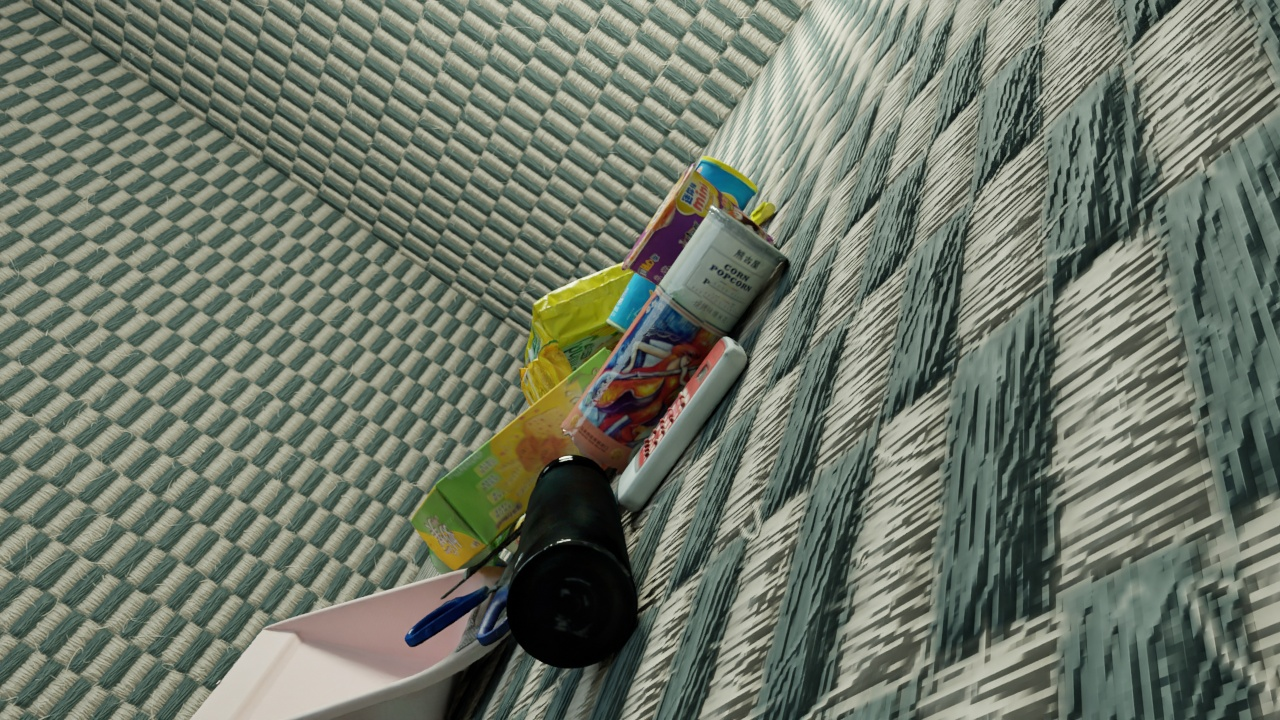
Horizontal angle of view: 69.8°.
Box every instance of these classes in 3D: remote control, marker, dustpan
[{"bbox_3d":[0.027,0.043,0.637,0.136,0.020,0.056,-54,8,10],"label":"remote control"},{"bbox_3d":[0.113,-0.142,0.940,0.018,0.015,0.124,-54,5,-9],"label":"marker"},{"bbox_3d":[-0.239,0.244,0.801,0.222,0.273,0.139,-103,22,-77],"label":"dustpan"}]

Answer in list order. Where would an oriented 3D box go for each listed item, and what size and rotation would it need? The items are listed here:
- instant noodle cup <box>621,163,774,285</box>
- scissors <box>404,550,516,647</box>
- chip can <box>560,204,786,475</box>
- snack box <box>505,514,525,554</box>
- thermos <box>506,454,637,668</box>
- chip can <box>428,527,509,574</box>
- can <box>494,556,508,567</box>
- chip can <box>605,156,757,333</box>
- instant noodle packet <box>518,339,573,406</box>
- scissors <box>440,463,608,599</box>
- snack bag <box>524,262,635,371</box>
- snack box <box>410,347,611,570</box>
[{"bbox_3d":[0.052,-0.096,0.790,0.112,0.099,0.111,-53,7,9],"label":"instant noodle cup"},{"bbox_3d":[-0.115,0.186,0.741,0.173,0.012,0.162,-32,11,-8],"label":"scissors"},{"bbox_3d":[0.023,-0.014,0.722,0.215,0.071,0.071,-55,7,12],"label":"chip can"},{"bbox_3d":[-0.128,0.179,1.066,0.084,0.027,0.157,-57,6,-10],"label":"snack box"},{"bbox_3d":[-0.042,0.125,0.591,0.242,0.068,0.090,-125,34,-84],"label":"thermos"},{"bbox_3d":[-0.170,0.160,1.014,0.073,0.072,0.221,-54,8,19],"label":"chip can"},{"bbox_3d":[-0.200,0.271,1.009,0.134,0.053,0.053,-57,7,-12],"label":"can"},{"bbox_3d":[0.044,-0.115,1.005,0.210,0.071,0.071,-59,6,3],"label":"chip can"},{"bbox_3d":[-0.096,0.049,1.068,0.044,0.128,0.111,-22,-10,-29],"label":"instant noodle packet"},{"bbox_3d":[-0.086,0.133,0.819,0.226,0.015,0.189,-40,-2,-1],"label":"scissors"},{"bbox_3d":[-0.073,-0.038,1.178,0.157,0.068,0.247,-25,-14,-20],"label":"snack bag"},{"bbox_3d":[-0.105,0.095,0.858,0.209,0.070,0.158,-39,-2,-29],"label":"snack box"}]
